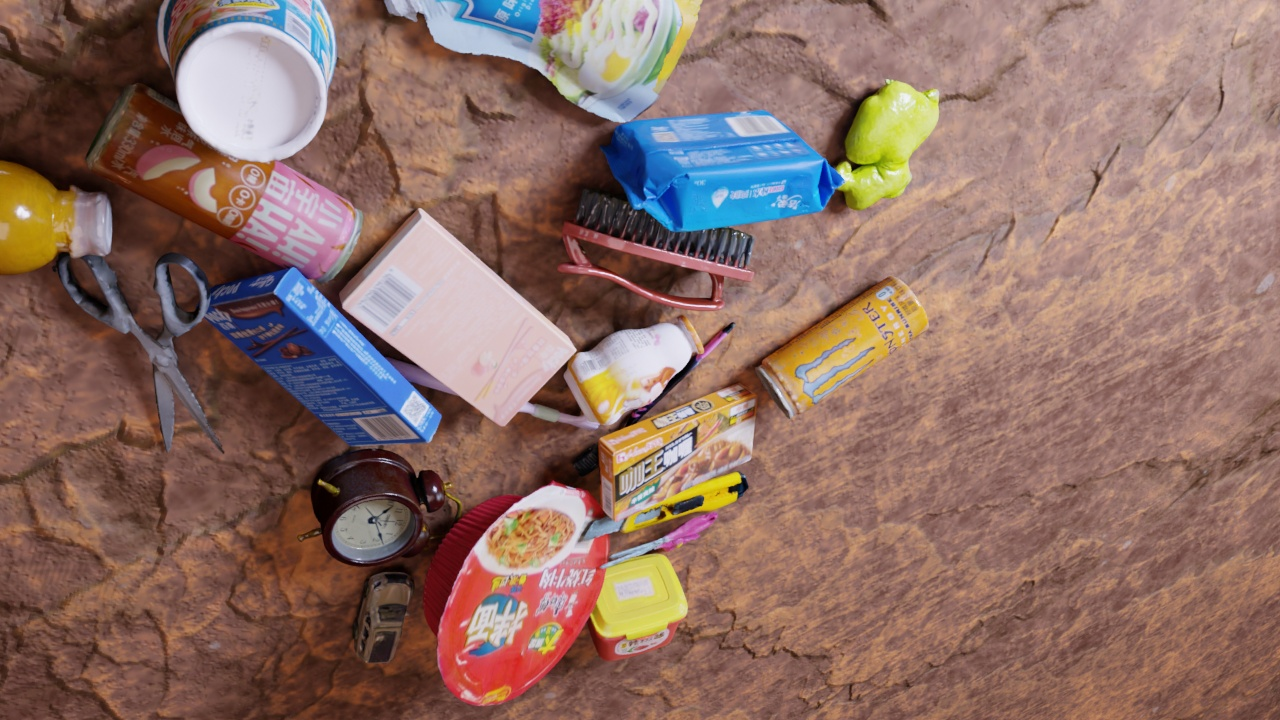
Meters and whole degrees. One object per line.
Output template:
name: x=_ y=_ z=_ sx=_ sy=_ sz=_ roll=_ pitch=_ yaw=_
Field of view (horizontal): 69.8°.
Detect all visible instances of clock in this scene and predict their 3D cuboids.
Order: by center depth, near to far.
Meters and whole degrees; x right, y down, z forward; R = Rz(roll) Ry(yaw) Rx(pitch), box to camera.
clock: x=-0.201 y=0.118 z=0.723 sx=0.121 sy=0.055 sz=0.082 roll=12 pitch=116 yaw=-31

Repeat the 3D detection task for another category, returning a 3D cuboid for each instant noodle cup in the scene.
instant noodle cup: x=-0.211 y=-0.160 z=0.499 sx=0.099 sy=0.110 sz=0.099 roll=-11 pitch=125 yaw=-17
instant noodle cup: x=-0.111 y=0.184 z=0.768 sx=0.193 sy=0.066 sz=0.194 roll=-28 pitch=128 yaw=-42

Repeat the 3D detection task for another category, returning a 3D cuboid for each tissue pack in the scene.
tissue pack: x=0.054 y=-0.133 z=0.643 sx=0.157 sy=0.095 sz=0.052 roll=-9 pitch=130 yaw=-18

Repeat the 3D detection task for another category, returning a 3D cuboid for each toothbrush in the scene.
toothbrush: x=-0.115 y=0.026 z=0.723 sx=0.189 sy=0.021 sz=0.029 roll=18 pitch=145 yaw=-30
toothbrush: x=0.011 y=0.032 z=0.786 sx=0.189 sy=0.014 sz=0.018 roll=-45 pitch=115 yaw=8

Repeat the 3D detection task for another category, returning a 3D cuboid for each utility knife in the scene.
utility knife: x=0.028 y=0.134 z=0.829 sx=0.192 sy=0.015 sz=0.033 roll=-11 pitch=118 yaw=-36

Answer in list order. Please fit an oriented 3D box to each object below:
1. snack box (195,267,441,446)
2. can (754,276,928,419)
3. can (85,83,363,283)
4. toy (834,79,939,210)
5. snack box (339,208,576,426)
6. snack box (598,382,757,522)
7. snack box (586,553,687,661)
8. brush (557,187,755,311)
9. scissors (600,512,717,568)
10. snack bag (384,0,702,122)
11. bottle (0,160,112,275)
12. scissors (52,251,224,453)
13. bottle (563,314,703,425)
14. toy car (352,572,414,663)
snack box: x=-0.216 y=0.003 z=0.628 sx=0.085 sy=0.026 sz=0.157 roll=-6 pitch=137 yaw=32
can: x=0.175 y=-0.011 z=0.799 sx=0.146 sy=0.058 sz=0.058 roll=-34 pitch=129 yaw=0
can: x=-0.246 y=-0.103 z=0.554 sx=0.147 sy=0.058 sz=0.058 roll=30 pitch=106 yaw=-35
toy: x=0.191 y=-0.168 z=0.719 sx=0.096 sy=0.031 sz=0.100 roll=-21 pitch=128 yaw=-7
snack box: x=-0.129 y=-0.027 z=0.664 sx=0.084 sy=0.026 sz=0.157 roll=-46 pitch=123 yaw=3
snack box: x=0.034 y=0.078 z=0.795 sx=0.153 sy=0.026 sz=0.075 roll=-20 pitch=127 yaw=-29
snack box: x=-0.009 y=0.237 z=0.877 sx=0.091 sy=0.082 sz=0.080 roll=-11 pitch=139 yaw=-16
brush: x=0.009 y=-0.079 z=0.678 sx=0.145 sy=0.063 sz=0.069 roll=10 pitch=103 yaw=-28
scissors: x=0.021 y=0.163 z=0.837 sx=0.137 sy=0.017 sz=0.077 roll=-1 pitch=145 yaw=-51
snack bag: x=-0.059 y=-0.227 z=0.568 sx=0.190 sy=0.038 sz=0.111 roll=17 pitch=124 yaw=-31
bottle: x=-0.396 y=-0.080 z=0.498 sx=0.189 sy=0.068 sz=0.068 roll=0 pitch=121 yaw=-24
scissors: x=-0.315 y=-0.006 z=0.601 sx=0.171 sy=0.014 sz=0.159 roll=-34 pitch=117 yaw=27
bottle: x=-0.004 y=0.004 z=0.728 sx=0.108 sy=0.063 sz=0.063 roll=-29 pitch=128 yaw=-3
toy car: x=-0.222 y=0.222 z=0.797 sx=0.042 sy=0.035 sz=0.091 roll=6 pitch=117 yaw=-28
